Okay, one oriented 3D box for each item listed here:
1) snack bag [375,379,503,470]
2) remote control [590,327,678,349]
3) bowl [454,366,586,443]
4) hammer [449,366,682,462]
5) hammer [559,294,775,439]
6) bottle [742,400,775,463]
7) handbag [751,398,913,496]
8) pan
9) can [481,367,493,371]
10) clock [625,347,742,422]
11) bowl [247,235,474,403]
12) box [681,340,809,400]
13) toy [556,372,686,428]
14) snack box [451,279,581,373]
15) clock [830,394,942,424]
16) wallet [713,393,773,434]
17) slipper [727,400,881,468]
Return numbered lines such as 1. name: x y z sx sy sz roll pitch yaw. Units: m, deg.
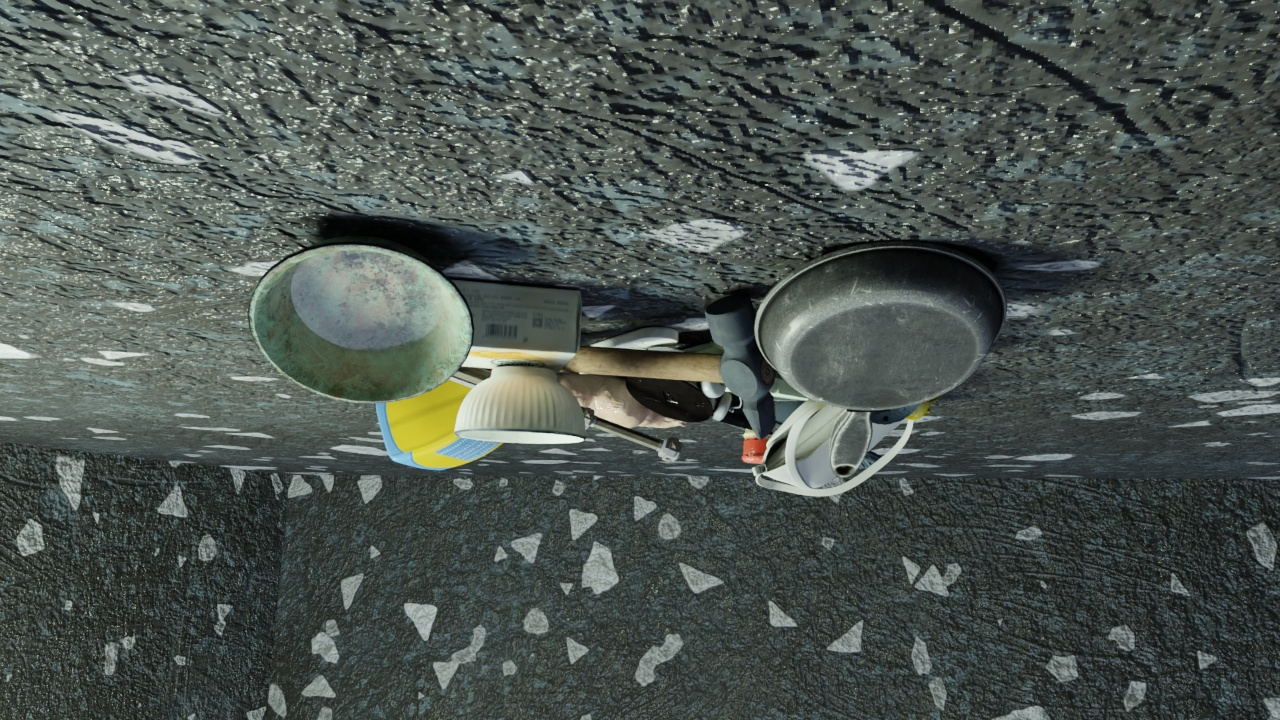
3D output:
1. snack bag: -0.226 0.068 1.242 0.205 0.102 0.159 -21 165 7
2. remote control: -0.009 -0.016 0.958 0.043 0.013 0.137 8 167 -32
3. bowl: -0.107 0.040 0.832 0.118 0.062 0.118 2 170 0
4. hammer: -0.106 0.042 0.939 0.317 0.028 0.147 21 158 -4
5. hammer: -0.008 0.003 0.885 0.322 0.129 0.040 4 -148 44
6. bottle: 0.151 0.075 1.154 0.044 0.109 0.044 4 168 1
7. handbag: 0.212 0.085 1.043 0.216 0.095 0.222 -42 155 12
8. pan: 0.189 0.026 0.773 0.187 0.055 0.357 0 144 5
9. can: -0.175 0.008 1.053 0.032 0.031 0.080 -2 168 19
10. clock: 0.045 0.027 0.940 0.123 0.035 0.094 11 151 21
11. bowl: -0.203 -0.035 0.679 0.157 0.038 0.158 -5 135 -5
12. box: 0.120 0.019 1.042 0.198 0.066 0.083 10 147 -43
13. toy: -0.040 0.051 1.222 0.196 0.065 0.264 19 180 11
14. snack box: -0.162 -0.031 0.792 0.207 0.057 0.104 4 169 -13
15. clock: 0.252 0.021 0.926 0.118 0.083 0.057 1 -175 -5
16. wallet: 0.102 0.046 1.097 0.089 0.026 0.115 15 -165 -32
17. slipper: 0.211 0.076 1.260 0.264 0.082 0.101 18 172 24
